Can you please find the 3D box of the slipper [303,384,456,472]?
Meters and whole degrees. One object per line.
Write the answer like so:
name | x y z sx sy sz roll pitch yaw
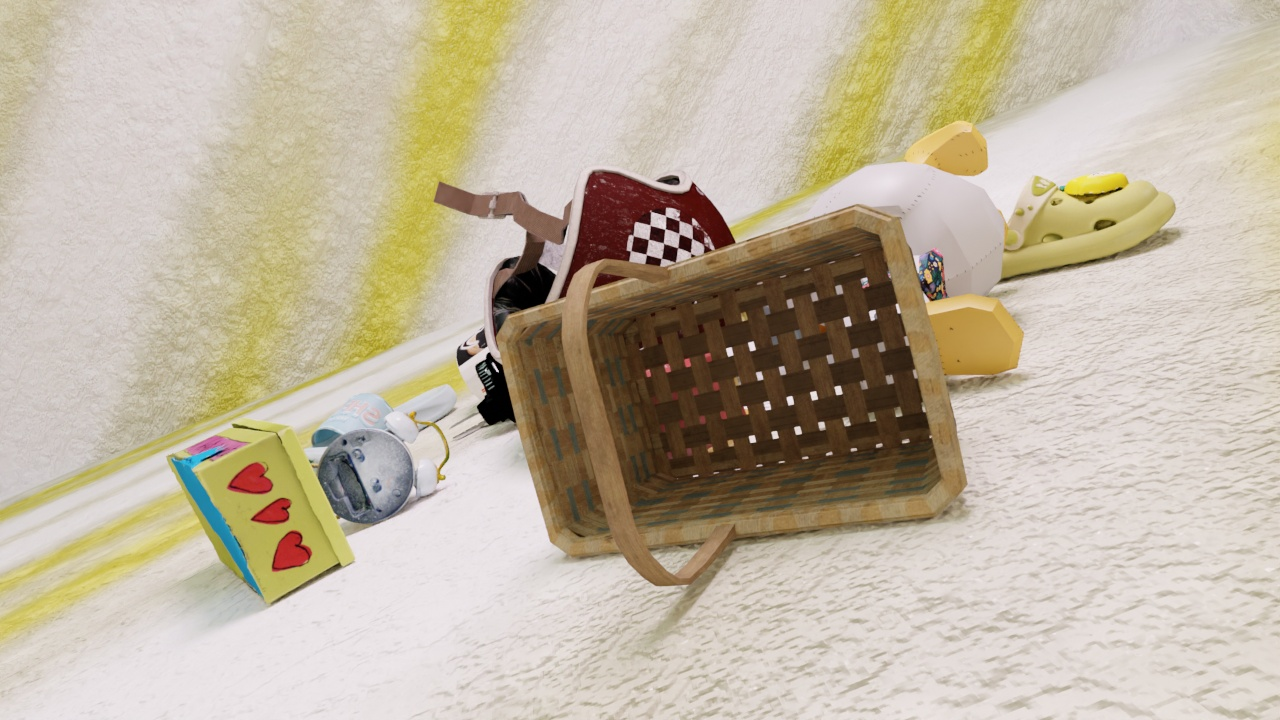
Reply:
slipper | -0.339 0.074 1.167 0.104 0.074 0.244 -13 11 40

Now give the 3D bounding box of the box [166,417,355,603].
box | -0.323 0.118 0.769 0.081 0.124 0.221 -30 12 -31

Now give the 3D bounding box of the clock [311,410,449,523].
clock | -0.228 0.094 0.816 0.117 0.083 0.057 -23 4 -8

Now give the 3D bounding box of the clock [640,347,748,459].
clock | 0.000 0.033 0.673 0.158 0.081 0.117 -24 11 -15

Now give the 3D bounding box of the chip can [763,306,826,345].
chip can | 0.201 -0.091 0.837 0.214 0.075 0.075 -34 14 -16

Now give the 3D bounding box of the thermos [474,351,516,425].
thermos | -0.092 -0.008 0.984 0.198 0.086 0.086 -35 10 1

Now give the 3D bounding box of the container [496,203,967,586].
container | 0.030 0.021 0.482 0.251 0.157 0.186 -14 1 33

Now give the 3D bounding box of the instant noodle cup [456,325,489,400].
instant noodle cup | -0.155 -0.010 1.146 0.122 0.123 0.123 -28 8 16

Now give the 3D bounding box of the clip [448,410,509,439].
clip | -0.169 0.052 1.046 0.056 0.046 0.101 -29 3 44

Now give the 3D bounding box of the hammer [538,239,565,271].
hammer | -0.073 -0.077 1.243 0.301 0.217 0.037 -23 47 69

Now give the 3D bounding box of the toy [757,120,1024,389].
toy | 0.187 -0.066 0.686 0.247 0.141 0.266 1 36 44

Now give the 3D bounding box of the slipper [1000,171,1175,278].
slipper | 0.353 -0.123 0.797 0.191 0.081 0.091 -16 8 40

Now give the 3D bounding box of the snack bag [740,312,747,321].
snack bag | 0.211 -0.102 1.002 0.248 0.068 0.159 -18 9 14

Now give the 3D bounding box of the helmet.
helmet | -0.039 -0.073 0.827 0.253 0.233 0.234 17 -28 -27
